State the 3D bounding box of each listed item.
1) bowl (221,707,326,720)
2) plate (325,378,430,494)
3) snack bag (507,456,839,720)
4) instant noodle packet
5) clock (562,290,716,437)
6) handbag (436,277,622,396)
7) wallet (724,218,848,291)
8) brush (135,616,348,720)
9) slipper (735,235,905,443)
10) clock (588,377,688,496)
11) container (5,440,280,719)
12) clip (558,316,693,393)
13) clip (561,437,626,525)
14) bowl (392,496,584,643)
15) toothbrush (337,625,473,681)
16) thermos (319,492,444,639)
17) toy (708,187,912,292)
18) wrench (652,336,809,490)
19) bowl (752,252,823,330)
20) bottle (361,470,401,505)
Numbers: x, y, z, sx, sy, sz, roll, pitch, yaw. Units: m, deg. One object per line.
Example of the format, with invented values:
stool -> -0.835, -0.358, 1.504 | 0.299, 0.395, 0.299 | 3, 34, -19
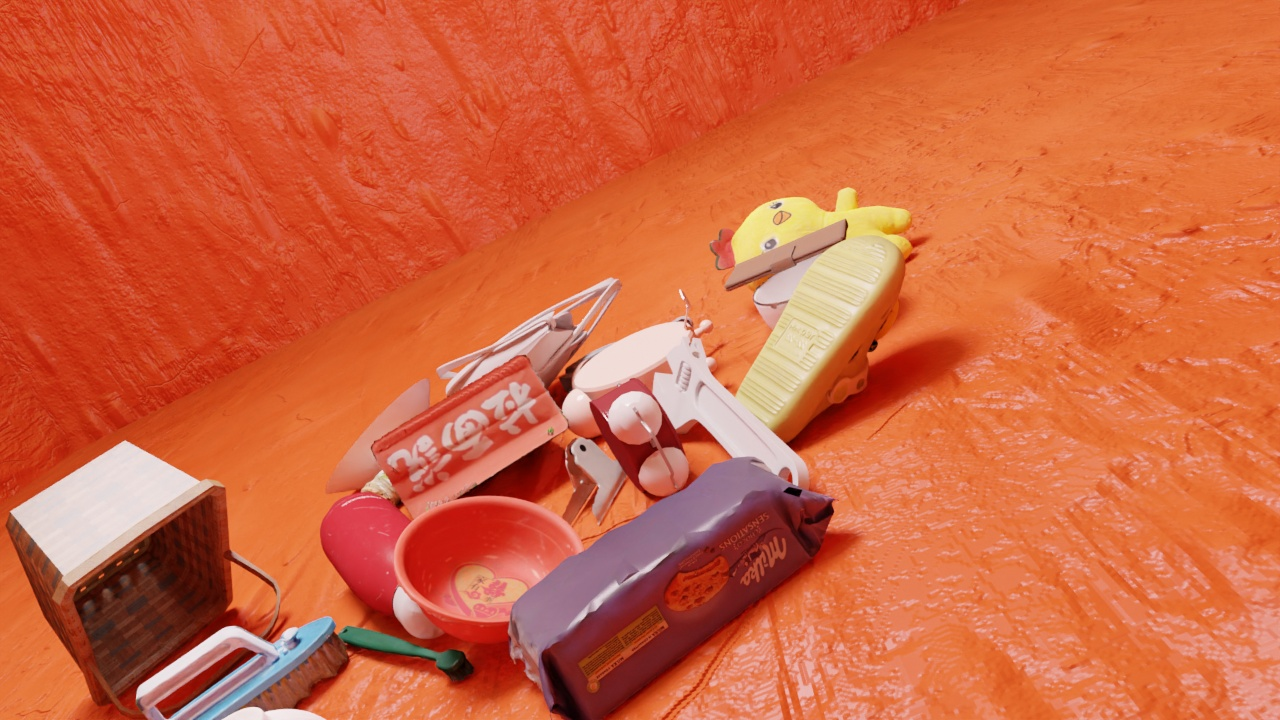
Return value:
bowl -> -0.241, 0.256, 0.561 | 0.118, 0.062, 0.118 | -25, 17, 8
plate -> -0.291, 0.100, 1.071 | 0.174, 0.036, 0.174 | -50, -1, -1
snack bag -> 0.015, 0.127, 0.555 | 0.205, 0.058, 0.096 | -34, 17, -16
instant noodle packet -> -0.172, 0.086, 0.910 | 0.164, 0.084, 0.221 | -33, -2, -17
clock -> -0.005, 0.005, 0.914 | 0.161, 0.086, 0.131 | -30, 16, 13
handbag -> -0.112, -0.023, 1.039 | 0.223, 0.095, 0.215 | -41, -1, 4
wallet -> 0.143, -0.102, 0.889 | 0.121, 0.013, 0.087 | -22, 13, 22
brush -> -0.291, 0.233, 0.685 | 0.135, 0.075, 0.055 | -34, 19, -20
slipper -> 0.150, -0.005, 0.712 | 0.190, 0.081, 0.092 | -55, 27, -2
clock -> 0.001, 0.060, 0.726 | 0.044, 0.087, 0.124 | -30, 13, -11
container -> -0.430, 0.213, 0.816 | 0.157, 0.186, 0.251 | -43, -15, -41
clip -> -0.014, -0.010, 1.053 | 0.164, 0.028, 0.106 | -19, 19, 26
clip -> -0.037, 0.094, 0.762 | 0.057, 0.054, 0.101 | 16, 31, 11
bowl -> -0.104, 0.150, 0.632 | 0.130, 0.045, 0.130 | 6, 28, -4
toothbrush -> -0.177, 0.213, 0.673 | 0.190, 0.017, 0.016 | -10, 31, 49
thermos -> -0.203, 0.167, 0.749 | 0.073, 0.073, 0.240 | -35, 21, -22
toy -> 0.183, -0.122, 0.979 | 0.208, 0.092, 0.133 | -10, 46, 26
wrench -> 0.061, 0.053, 0.714 | 0.018, 0.087, 0.273 | 7, 17, -20
bowl -> 0.166, -0.054, 0.841 | 0.113, 0.063, 0.113 | -26, 16, 8
bottle -> -0.259, 0.123, 1.014 | 0.043, 0.043, 0.110 | -14, 22, 39
